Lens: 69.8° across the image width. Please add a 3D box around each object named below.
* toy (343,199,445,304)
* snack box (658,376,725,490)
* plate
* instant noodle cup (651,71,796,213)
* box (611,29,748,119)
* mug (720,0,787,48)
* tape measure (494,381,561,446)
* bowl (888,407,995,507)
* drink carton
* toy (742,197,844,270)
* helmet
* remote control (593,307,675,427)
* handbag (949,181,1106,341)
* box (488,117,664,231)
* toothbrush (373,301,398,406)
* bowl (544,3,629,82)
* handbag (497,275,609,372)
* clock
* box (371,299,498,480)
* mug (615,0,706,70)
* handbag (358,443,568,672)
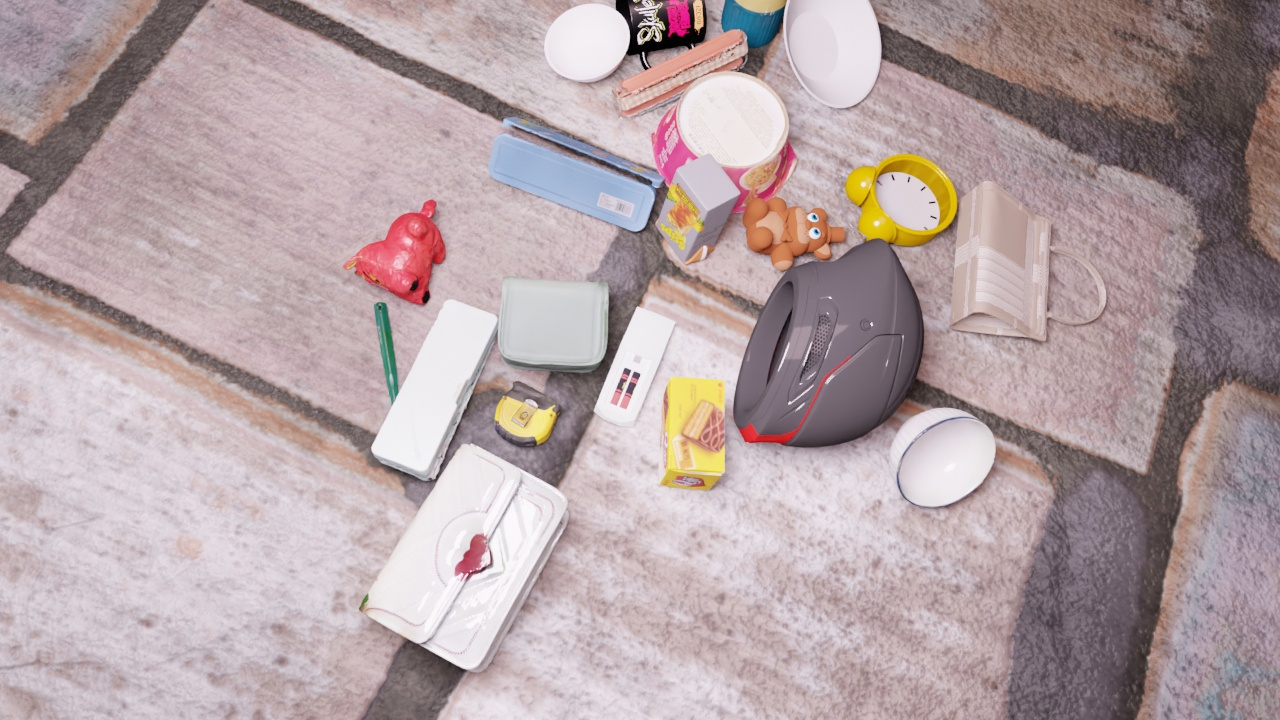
[{"bbox_3d":[-0.277,-0.138,1.050,0.094,0.088,0.132,13,68,11],"label":"toy"},{"bbox_3d":[0.055,0.081,1.002,0.061,0.084,0.105,4,70,-5],"label":"snack box"},{"bbox_3d":[0.239,-0.413,1.193,0.173,0.036,0.174,-1,92,-33],"label":"plate"},{"bbox_3d":[0.108,-0.279,1.136,0.178,0.078,0.178,2,70,-5],"label":"instant noodle cup"},{"bbox_3d":[0.050,-0.362,1.172,0.188,0.062,0.058,-24,59,-2],"label":"box"},{"bbox_3d":[0.164,-0.480,1.196,0.113,0.107,0.083,-37,76,-16],"label":"mug"},{"bbox_3d":[-0.128,0.063,1.014,0.065,0.037,0.064,30,70,5],"label":"tape measure"},{"bbox_3d":[0.326,0.099,1.023,0.118,0.118,0.062,-11,30,-9],"label":"bowl"},{"bbox_3d":[0.065,-0.174,1.069,0.048,0.125,0.076,-30,76,-20],"label":"drink carton"},{"bbox_3d":[0.187,-0.156,1.110,0.127,0.065,0.094,0,73,-11],"label":"toy"},{"bbox_3d":[0.220,-0.012,1.008,0.170,0.164,0.264,20,79,-10],"label":"helmet"},{"bbox_3d":[-0.006,0.006,1.053,0.049,0.024,0.143,22,70,2],"label":"remote control"},{"bbox_3d":[0.487,-0.105,1.128,0.198,0.062,0.175,15,70,-11],"label":"handbag"},{"bbox_3d":[-0.079,-0.227,1.125,0.209,0.077,0.074,22,114,1],"label":"box"},{"bbox_3d":[-0.278,0.021,1.024,0.016,0.017,0.189,-11,72,-11],"label":"toothbrush"},{"bbox_3d":[-0.064,-0.396,1.174,0.110,0.040,0.109,-3,73,10],"label":"bowl"},{"bbox_3d":[-0.097,-0.041,1.037,0.122,0.067,0.106,3,79,-5],"label":"handbag"},{"bbox_3d":[0.320,-0.197,1.144,0.151,0.052,0.113,-9,72,-14],"label":"clock"},{"bbox_3d":[-0.223,0.028,1.003,0.083,0.066,0.198,28,65,-19],"label":"box"},{"bbox_3d":[0.029,-0.426,1.185,0.098,0.082,0.118,-13,100,-10],"label":"mug"},{"bbox_3d":[-0.174,0.198,0.932,0.142,0.096,0.198,27,72,5],"label":"handbag"}]
